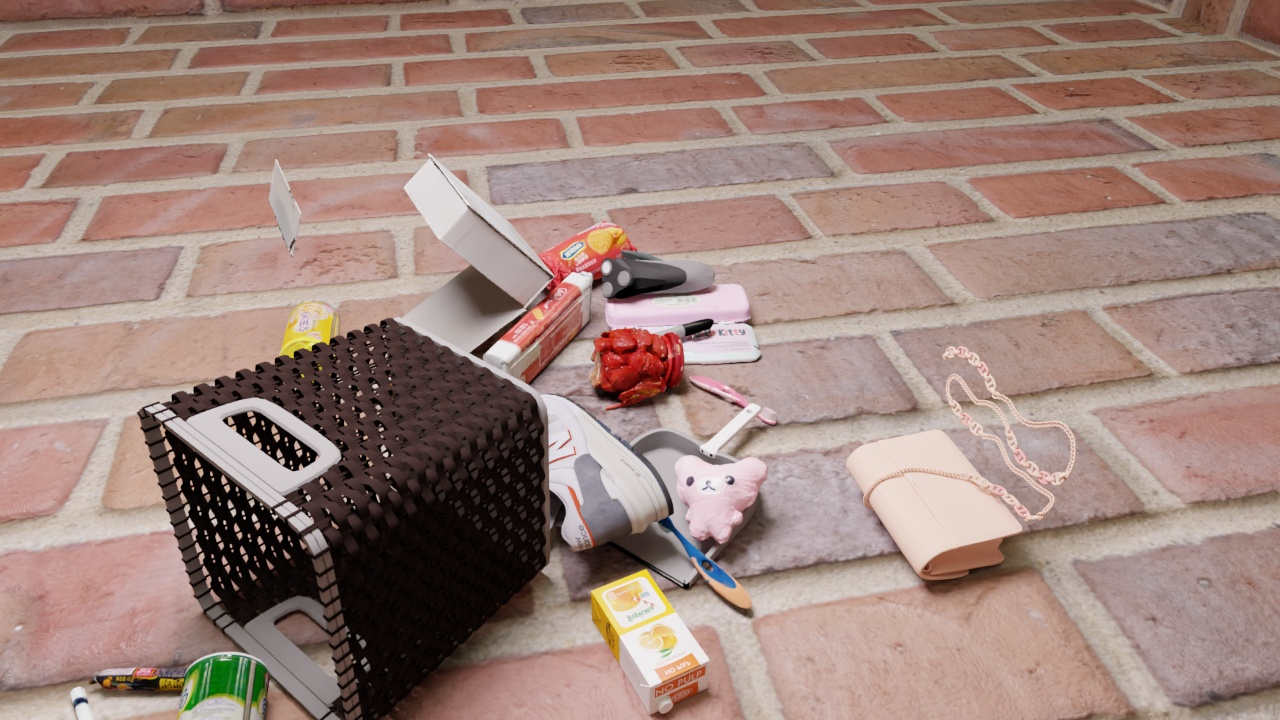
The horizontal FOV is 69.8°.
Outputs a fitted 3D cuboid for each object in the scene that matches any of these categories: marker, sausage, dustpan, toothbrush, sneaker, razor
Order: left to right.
[{"bbox_3d":[-0.431,0.326,0.736,0.012,0.017,0.187,-12,35,-39],"label":"toothbrush"},{"bbox_3d":[-0.402,0.278,0.801,0.155,0.020,0.020,0,35,0],"label":"sausage"},{"bbox_3d":[-0.084,0.119,0.949,0.124,0.089,0.240,-33,38,-27],"label":"sneaker"},{"bbox_3d":[0.026,-0.115,1.268,0.156,0.057,0.060,-3,6,-18],"label":"razor"},{"bbox_3d":[0.034,-0.030,1.207,0.138,0.016,0.022,-18,78,-13],"label":"marker"},{"bbox_3d":[0.059,0.124,1.010,0.163,0.033,0.256,24,42,30],"label":"dustpan"},{"bbox_3d":[0.060,0.197,0.902,0.021,0.017,0.135,-34,56,-23],"label":"toothbrush"},{"bbox_3d":[0.114,0.045,1.138,0.135,0.016,0.021,28,35,33],"label":"toothbrush"}]

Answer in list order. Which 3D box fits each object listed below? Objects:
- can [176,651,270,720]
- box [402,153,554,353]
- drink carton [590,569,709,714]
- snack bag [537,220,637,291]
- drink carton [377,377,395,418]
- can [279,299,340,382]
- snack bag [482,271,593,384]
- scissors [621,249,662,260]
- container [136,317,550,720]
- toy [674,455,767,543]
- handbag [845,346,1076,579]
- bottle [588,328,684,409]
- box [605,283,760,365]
[{"bbox_3d":[-0.336,0.300,0.731,0.067,0.067,0.120,-7,37,-11],"label":"can"},{"bbox_3d":[-0.235,-0.040,1.248,0.164,0.447,0.167,-6,35,-28],"label":"box"},{"bbox_3d":[0.008,0.252,0.823,0.058,0.040,0.122,-17,39,-23],"label":"drink carton"},{"bbox_3d":[-0.087,-0.150,1.366,0.082,0.082,0.175,26,42,32],"label":"snack bag"},{"bbox_3d":[-0.250,0.052,1.089,0.122,0.058,0.041,9,36,12],"label":"drink carton"},{"bbox_3d":[-0.427,-0.025,1.188,0.067,0.068,0.105,-6,35,-9],"label":"can"},{"bbox_3d":[-0.129,-0.034,1.194,0.041,0.078,0.224,18,39,17],"label":"snack bag"},{"bbox_3d":[0.024,-0.133,1.333,0.148,0.019,0.118,-10,39,-18],"label":"scissors"},{"bbox_3d":[-0.245,0.130,0.825,0.247,0.246,0.242,25,39,31],"label":"container"},{"bbox_3d":[0.077,0.140,0.934,0.099,0.053,0.095,0,55,21],"label":"toy"},{"bbox_3d":[0.298,0.095,0.919,0.116,0.188,0.198,-5,40,-19],"label":"handbag"},{"bbox_3d":[-0.007,0.007,1.136,0.111,0.099,0.099,0,34,-18],"label":"bottle"},{"bbox_3d":[0.055,-0.052,1.254,0.201,0.041,0.153,-3,36,-4],"label":"box"}]
